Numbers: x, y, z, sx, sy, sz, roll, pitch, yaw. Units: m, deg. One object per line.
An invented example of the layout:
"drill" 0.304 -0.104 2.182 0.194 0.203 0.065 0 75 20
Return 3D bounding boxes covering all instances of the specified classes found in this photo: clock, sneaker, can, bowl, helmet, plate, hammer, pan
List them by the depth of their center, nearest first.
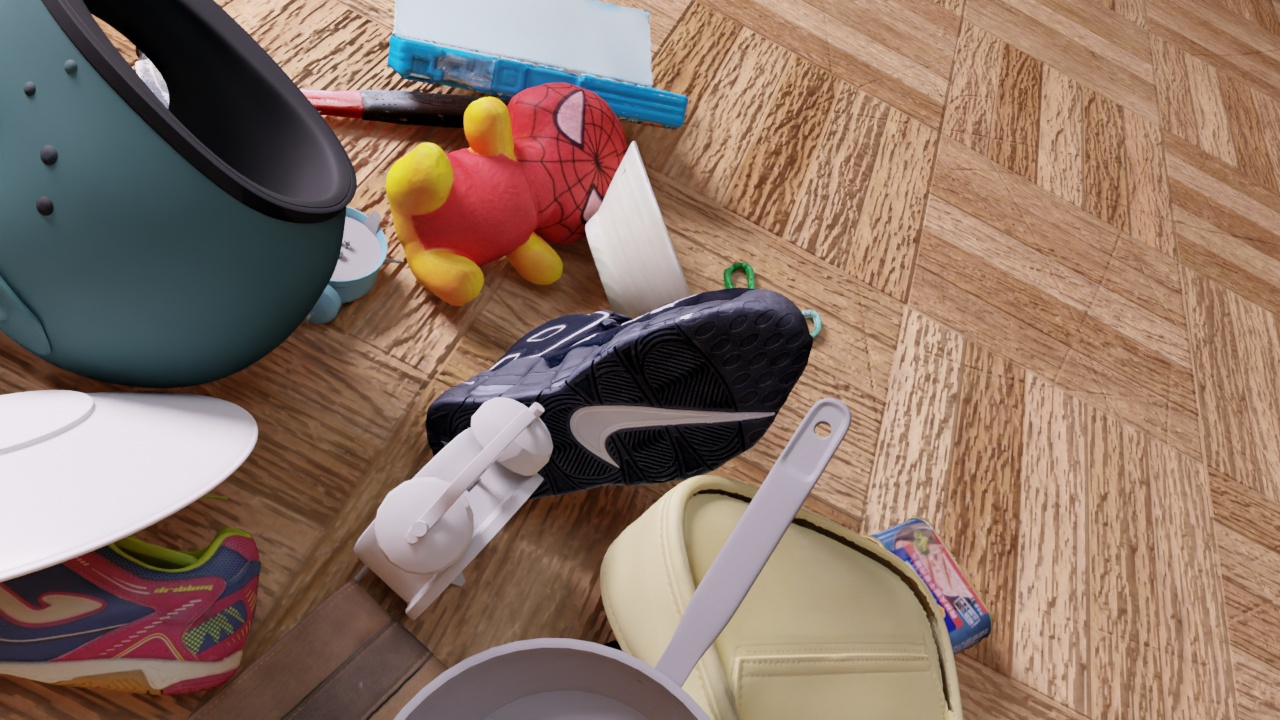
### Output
"plate" -0.304 0.043 0.430 0.229 0.030 0.229 -3 18 1
"sneaker" -0.310 0.098 0.438 0.241 0.116 0.091 13 81 -20
"pan" 0.002 0.171 0.439 0.201 0.051 0.356 31 79 20
"clock" -0.099 0.081 0.506 0.061 0.160 0.119 43 48 -1
"helmet" -0.307 -0.104 0.510 0.275 0.201 0.176 48 21 -11
"sneaker" -0.004 0.004 0.589 0.097 0.253 0.150 62 27 -21
"clock" -0.231 -0.068 0.638 0.087 0.042 0.122 44 49 12
"can" 0.192 0.164 0.642 0.058 0.054 0.099 -11 60 -33
"bowl" -0.001 -0.072 0.696 0.058 0.177 0.176 -19 58 4
"hammer" -0.229 -0.204 0.754 0.325 0.036 0.140 -5 55 -28

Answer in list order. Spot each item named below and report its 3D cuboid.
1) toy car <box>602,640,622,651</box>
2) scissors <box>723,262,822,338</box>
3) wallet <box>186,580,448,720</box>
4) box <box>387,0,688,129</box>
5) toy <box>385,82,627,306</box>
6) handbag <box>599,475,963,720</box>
"toy car" 0.010 0.201 0.539 0.092 0.036 0.042 38 48 8
"scissors" 0.107 -0.035 0.789 0.130 0.011 0.125 11 49 -17
"wallet" -0.162 0.187 0.480 0.098 0.027 0.120 41 49 8
"box" -0.094 -0.263 0.805 0.243 0.070 0.170 5 46 -22
"toy" -0.094 -0.137 0.706 0.099 0.148 0.215 22 42 34
"handbag" 0.089 0.174 0.549 0.232 0.089 0.190 16 52 -33
